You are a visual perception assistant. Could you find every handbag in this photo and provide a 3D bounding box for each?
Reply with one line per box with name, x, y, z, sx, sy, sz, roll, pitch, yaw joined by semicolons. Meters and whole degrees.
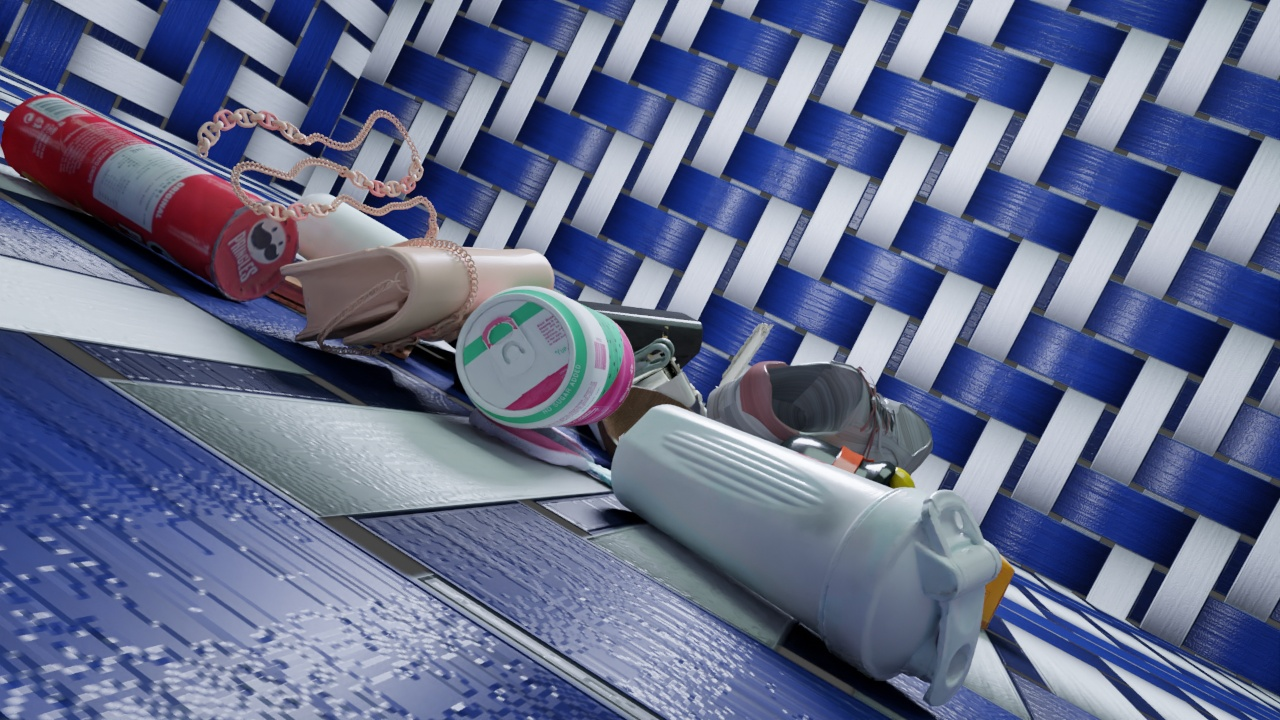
handbag;-0.025;-0.031;0.944;0.175;0.072;0.196;6;-3;-13
handbag;-0.160;-0.101;0.609;0.117;0.187;0.198;-12;0;28

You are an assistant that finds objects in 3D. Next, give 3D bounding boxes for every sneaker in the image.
sneaker;0.178;0.049;0.789;0.235;0.099;0.090;9;-28;-26

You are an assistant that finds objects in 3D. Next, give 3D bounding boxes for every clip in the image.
clip;-0.004;0.004;0.833;0.023;0.076;0.047;60;22;-11

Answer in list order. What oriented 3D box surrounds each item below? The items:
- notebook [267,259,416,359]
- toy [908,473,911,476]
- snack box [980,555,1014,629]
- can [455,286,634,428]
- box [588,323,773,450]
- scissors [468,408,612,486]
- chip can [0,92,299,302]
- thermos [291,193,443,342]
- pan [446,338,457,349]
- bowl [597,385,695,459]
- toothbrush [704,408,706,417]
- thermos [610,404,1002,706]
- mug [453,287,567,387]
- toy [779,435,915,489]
notebook;-0.290;-0.065;0.795;0.210;0.022;0.169;26;2;-12
toy;0.205;0.140;0.788;0.076;0.100;0.062;29;9;26
snack box;0.243;0.165;0.895;0.195;0.080;0.145;26;3;0
can;-0.060;0.001;0.621;0.088;0.088;0.166;27;2;10
box;0.054;0.042;0.845;0.101;0.194;0.143;62;1;-11
scissors;-0.045;0.066;0.648;0.172;0.014;0.159;26;2;-19
chip can;-0.356;-0.121;0.657;0.233;0.073;0.073;26;1;19
thermos;-0.234;-0.086;0.805;0.230;0.068;0.068;28;2;39
pan;-0.180;-0.031;0.941;0.198;0.021;0.356;36;-1;-37
bowl;0.014;0.070;0.723;0.118;0.030;0.117;24;29;-14
toothbrush;0.091;0.084;1.026;0.187;0.012;0.017;49;-10;-7
thermos;0.080;0.089;0.504;0.221;0.099;0.099;23;-1;43
mug;-0.093;-0.012;0.745;0.077;0.105;0.071;26;-4;-4
toy;0.134;0.104;0.712;0.119;0.099;0.098;38;-41;10
